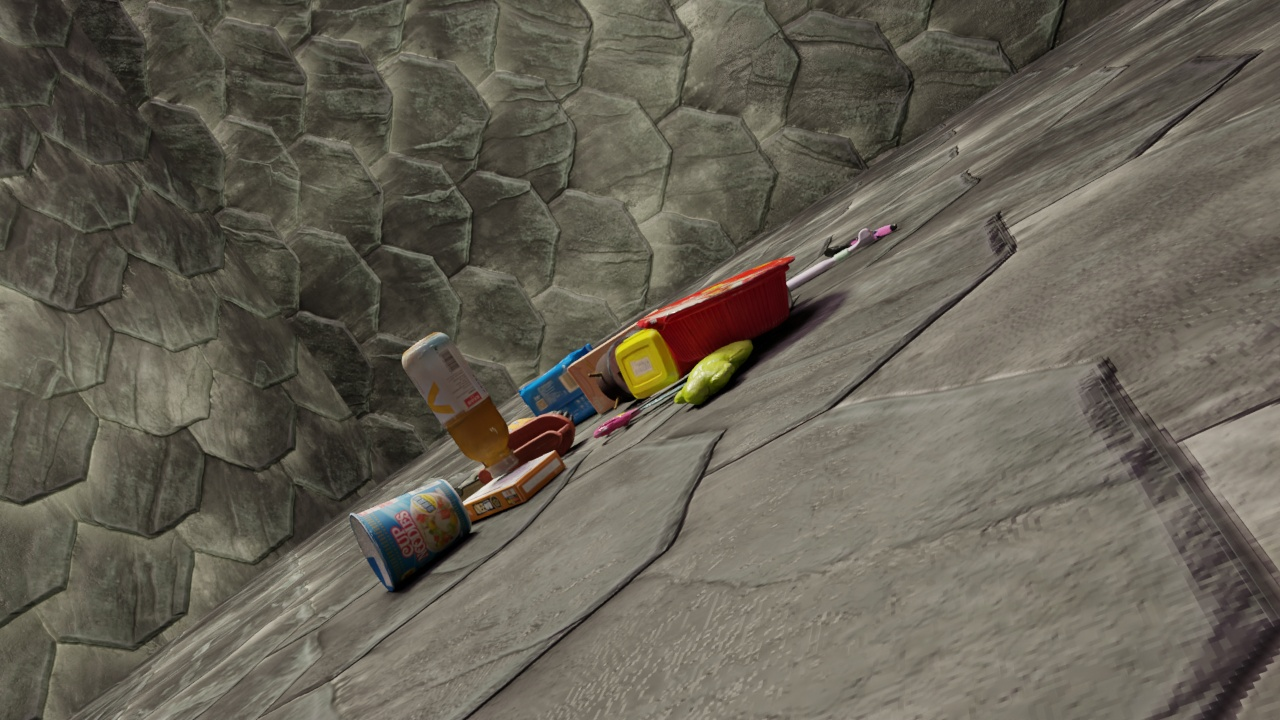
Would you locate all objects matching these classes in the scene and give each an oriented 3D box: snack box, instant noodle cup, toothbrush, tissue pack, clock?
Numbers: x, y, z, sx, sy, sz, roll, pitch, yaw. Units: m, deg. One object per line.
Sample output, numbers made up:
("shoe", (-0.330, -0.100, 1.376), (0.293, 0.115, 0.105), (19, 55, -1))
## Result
("snack box", (-0.017, 0.004, 1.290), (0.157, 0.084, 0.026), (-32, 9, 21))
("instant noodle cup", (-0.255, 0.189, 1.034), (0.109, 0.099, 0.099), (-29, 2, -28))
("toothbrush", (0.305, -0.167, 1.273), (0.017, 0.014, 0.189), (-22, 2, -18))
("snack box", (0.028, -0.002, 1.129), (0.079, 0.082, 0.091), (-20, -5, -43))
("tissue pack", (-0.107, 0.048, 1.392), (0.157, 0.095, 0.052), (-33, 4, 28))
("toothbrush", (0.239, -0.125, 1.263), (0.190, 0.029, 0.021), (-32, 43, 31))
("instant noodle cup", (0.093, -0.052, 1.028), (0.194, 0.066, 0.193), (-22, 5, 2))
("clock", (-0.007, 0.007, 1.217), (0.121, 0.082, 0.055), (-40, 1, -32))
("snack box", (-0.158, 0.153, 1.091), (0.154, 0.026, 0.075), (-28, 7, 48))

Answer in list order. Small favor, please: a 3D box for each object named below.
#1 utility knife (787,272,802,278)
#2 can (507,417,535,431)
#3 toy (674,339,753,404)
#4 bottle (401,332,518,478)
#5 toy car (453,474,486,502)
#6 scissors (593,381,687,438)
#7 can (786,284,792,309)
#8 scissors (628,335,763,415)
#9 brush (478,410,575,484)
("utility knife", (0.161, -0.104, 1.350), (0.192, 0.015, 0.033), (-20, 3, -15))
("can", (-0.157, 0.111, 1.306), (0.058, 0.058, 0.146), (-35, 5, -16))
("toy", (0.074, 0.012, 0.932), (0.097, 0.031, 0.100), (-35, 5, 9))
("bottle", (-0.215, 0.057, 1.119), (0.068, 0.189, 0.068), (-34, 3, 1))
("toy car", (-0.236, 0.181, 1.268), (0.090, 0.035, 0.042), (-30, 4, -30))
("scissors", (0.005, 0.055, 1.077), (0.137, 0.017, 0.077), (-30, -3, -2))
("can", (0.116, -0.056, 1.152), (0.148, 0.058, 0.057), (-30, 6, 37))
("scissors", (0.067, 0.012, 1.040), (0.160, 0.014, 0.170), (-27, 7, 41))
("brush", (-0.145, 0.114, 1.185), (0.146, 0.063, 0.069), (-30, 10, 25))
